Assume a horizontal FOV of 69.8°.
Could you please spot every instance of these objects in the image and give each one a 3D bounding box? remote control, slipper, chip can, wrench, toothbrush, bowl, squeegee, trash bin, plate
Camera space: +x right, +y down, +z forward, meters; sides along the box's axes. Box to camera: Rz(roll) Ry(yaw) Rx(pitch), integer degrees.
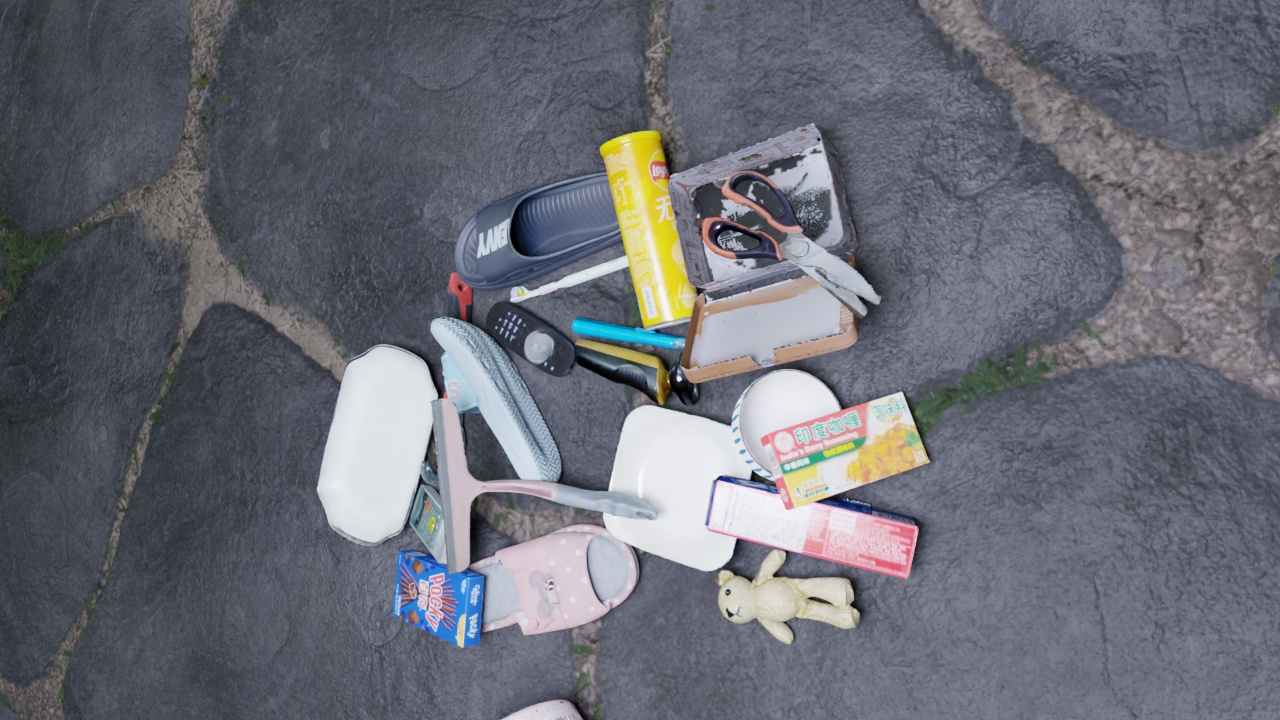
[{"bbox_3d":[-0.256,0.202,1.141,0.135,0.019,0.056,26,99,58],"label":"remote control"},{"bbox_3d":[-0.180,0.054,1.106,0.074,0.104,0.245,-34,81,16],"label":"slipper"},{"bbox_3d":[0.013,-0.142,1.021,0.072,0.072,0.213,-13,90,24],"label":"chip can"},{"bbox_3d":[-0.127,0.268,1.096,0.275,0.054,0.114,-18,81,26],"label":"slipper"},{"bbox_3d":[-0.239,0.023,1.166,0.016,0.056,0.273,2,84,49],"label":"wrench"},{"bbox_3d":[-0.123,-0.165,1.097,0.269,0.083,0.110,-16,82,21],"label":"slipper"},{"bbox_3d":[-0.074,-0.102,1.106,0.190,0.029,0.020,-15,124,23],"label":"toothbrush"},{"bbox_3d":[0.147,0.073,0.957,0.116,0.066,0.116,4,74,-13],"label":"bowl"},{"bbox_3d":[-0.102,0.153,1.036,0.250,0.040,0.248,6,120,6],"label":"squeegee"},{"bbox_3d":[-0.105,0.495,1.005,0.228,0.227,0.192,-41,60,18],"label":"trash bin"},{"bbox_3d":[-0.342,0.111,1.216,0.162,0.034,0.266,17,95,24],"label":"plate"},{"bbox_3d":[0.045,0.140,1.031,0.164,0.034,0.164,15,95,25],"label":"plate"},{"bbox_3d":[-0.133,-0.027,1.128,0.136,0.024,0.053,33,100,22],"label":"remote control"}]

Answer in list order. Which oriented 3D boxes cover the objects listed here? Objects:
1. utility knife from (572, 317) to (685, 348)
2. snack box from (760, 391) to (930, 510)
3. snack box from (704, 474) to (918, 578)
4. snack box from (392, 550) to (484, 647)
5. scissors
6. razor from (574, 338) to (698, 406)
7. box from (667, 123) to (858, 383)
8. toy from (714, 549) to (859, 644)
[{"bbox_3d":[0.016,-0.026,1.055,0.216,0.034,0.018,11,102,23],"label":"utility knife"},{"bbox_3d":[0.204,0.089,0.914,0.155,0.027,0.077,-16,78,-16],"label":"snack box"},{"bbox_3d":[0.173,0.166,0.938,0.208,0.057,0.058,12,93,14],"label":"snack box"},{"bbox_3d":[-0.255,0.295,1.147,0.157,0.026,0.084,5,90,43],"label":"snack box"},{"bbox_3d":[0.133,-0.103,0.877,0.197,0.015,0.205,-13,65,24],"label":"scissors"},{"bbox_3d":[-0.006,0.006,1.057,0.168,0.062,0.067,17,65,30],"label":"razor"},{"bbox_3d":[0.130,-0.103,0.950,0.179,0.125,0.273,-15,59,24],"label":"box"},{"bbox_3d":[0.152,0.253,0.959,0.158,0.066,0.105,-6,102,32],"label":"toy"}]
